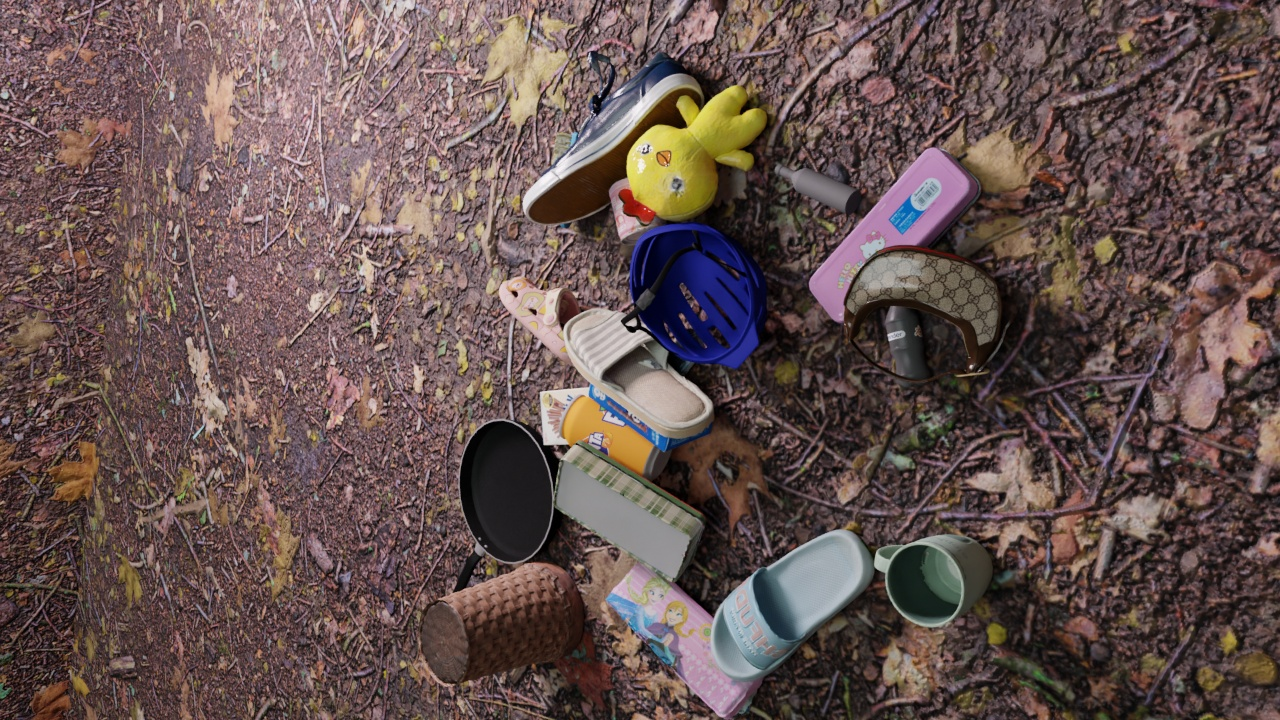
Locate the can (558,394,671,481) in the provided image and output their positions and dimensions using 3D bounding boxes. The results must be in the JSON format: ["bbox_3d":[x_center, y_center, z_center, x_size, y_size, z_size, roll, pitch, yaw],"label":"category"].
[{"bbox_3d":[-0.032,0.103,1.234,0.142,0.079,0.079,24,108,20],"label":"can"}]

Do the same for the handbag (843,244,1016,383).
[{"bbox_3d":[0.295,-0.044,0.953,0.166,0.063,0.138,16,107,15],"label":"handbag"}]

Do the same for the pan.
[{"bbox_3d":[-0.233,0.258,1.468,0.225,0.034,0.357,42,117,32],"label":"pan"}]

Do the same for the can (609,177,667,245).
[{"bbox_3d":[-0.003,-0.201,1.226,0.067,0.067,0.076,-20,79,40],"label":"can"}]

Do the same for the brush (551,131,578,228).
[{"bbox_3d":[-0.091,-0.255,1.313,0.075,0.055,0.136,17,104,17],"label":"brush"}]

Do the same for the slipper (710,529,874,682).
[{"bbox_3d":[0.167,0.286,1.080,0.246,0.074,0.104,-45,59,24],"label":"slipper"}]

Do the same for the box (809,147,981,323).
[{"bbox_3d":[0.275,-0.132,1.008,0.215,0.036,0.076,-51,57,30],"label":"box"}]

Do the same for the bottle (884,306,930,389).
[{"bbox_3d":[0.288,-0.025,0.998,0.036,0.036,0.110,-15,82,41],"label":"bottle"}]

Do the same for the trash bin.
[{"bbox_3d":[-0.207,0.386,1.335,0.151,0.209,0.151,2,92,42],"label":"trash bin"}]

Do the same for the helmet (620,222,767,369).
[{"bbox_3d":[0.044,-0.090,1.084,0.148,0.227,0.241,-50,57,21],"label":"helmet"}]

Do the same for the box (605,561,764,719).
[{"bbox_3d":[0.063,0.368,1.210,0.084,0.077,0.230,-46,54,-11],"label":"box"}]

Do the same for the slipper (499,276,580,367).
[{"bbox_3d":[-0.122,-0.066,1.334,0.081,0.093,0.197,-50,61,8],"label":"slipper"}]

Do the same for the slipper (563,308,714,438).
[{"bbox_3d":[-0.007,0.007,1.189,0.272,0.114,0.054,44,154,39],"label":"slipper"}]

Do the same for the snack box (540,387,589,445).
[{"bbox_3d":[-0.085,0.081,1.337,0.150,0.026,0.082,-7,88,40],"label":"snack box"}]

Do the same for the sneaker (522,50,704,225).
[{"bbox_3d":[-0.057,-0.305,1.234,0.295,0.120,0.127,-39,57,21],"label":"sneaker"}]

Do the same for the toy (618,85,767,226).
[{"bbox_3d":[0.064,-0.252,1.148,0.208,0.092,0.134,-44,68,17],"label":"toy"}]

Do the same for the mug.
[{"bbox_3d":[0.301,0.217,0.951,0.111,0.103,0.084,13,100,40],"label":"mug"}]

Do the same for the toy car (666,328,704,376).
[{"bbox_3d":[0.058,-0.006,1.206,0.038,0.027,0.090,63,143,22],"label":"toy car"}]

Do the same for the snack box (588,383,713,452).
[{"bbox_3d":[0.013,0.060,1.208,0.151,0.087,0.034,34,125,35],"label":"snack box"}]

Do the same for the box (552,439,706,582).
[{"bbox_3d":[-0.017,0.196,1.203,0.205,0.050,0.118,28,135,16],"label":"box"}]

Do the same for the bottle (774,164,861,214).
[{"bbox_3d":[0.203,-0.205,1.070,0.113,0.030,0.030,34,113,35],"label":"bottle"}]
